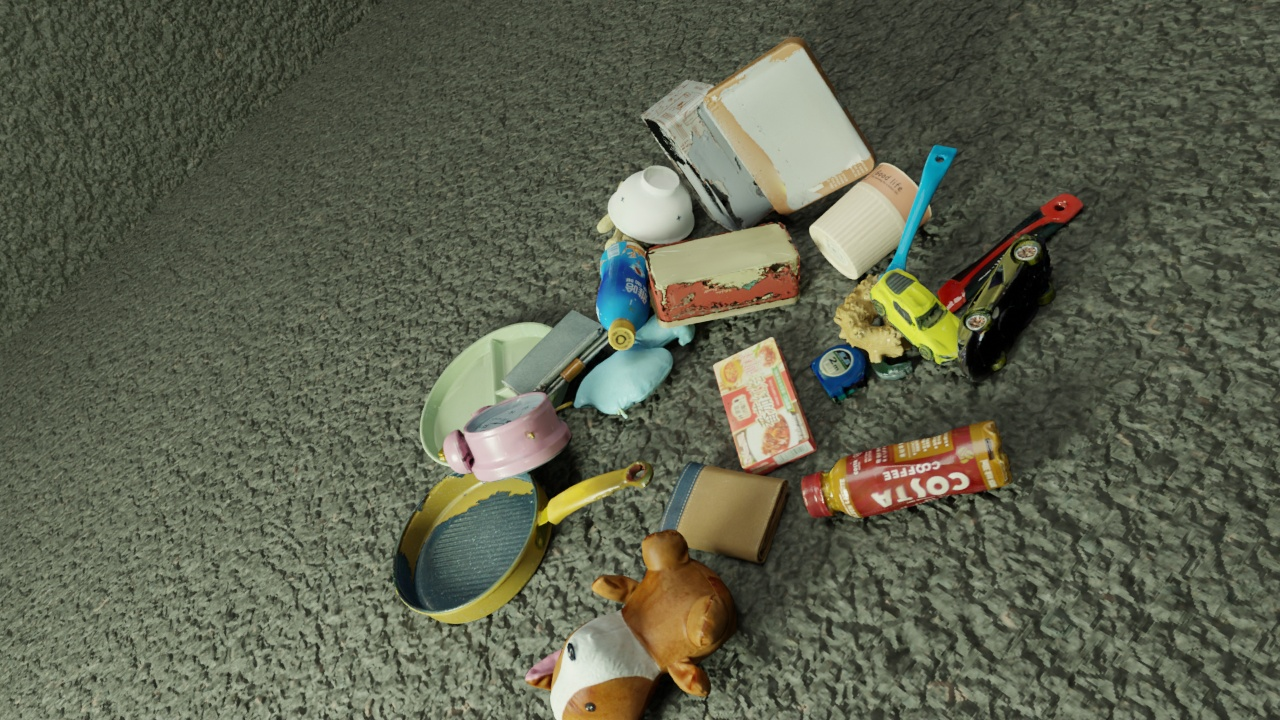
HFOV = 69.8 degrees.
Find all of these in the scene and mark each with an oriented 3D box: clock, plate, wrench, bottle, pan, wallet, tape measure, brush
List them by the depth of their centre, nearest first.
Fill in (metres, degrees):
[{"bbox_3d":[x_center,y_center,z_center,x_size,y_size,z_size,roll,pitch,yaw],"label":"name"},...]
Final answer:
[{"bbox_3d":[0.231,0.102,0.811,0.175,0.057,0.057,-18,44,22],"label":"bottle"},{"bbox_3d":[0.081,0.147,0.900,0.115,0.033,0.090,4,58,37],"label":"wallet"},{"bbox_3d":[0.338,-0.079,0.931,0.273,0.016,0.056,-41,44,-3],"label":"wrench"},{"bbox_3d":[0.271,-0.115,0.936,0.083,0.046,0.254,18,75,25],"label":"brush"},{"bbox_3d":[0.206,0.011,0.937,0.054,0.025,0.058,-30,44,7],"label":"tape measure"},{"bbox_3d":[-0.129,0.172,0.994,0.358,0.078,0.197,-15,46,25],"label":"pan"},{"bbox_3d":[-0.157,0.086,1.036,0.159,0.060,0.117,-14,17,28],"label":"clock"},{"bbox_3d":[-0.020,-0.077,1.113,0.065,0.065,0.218,-26,27,14],"label":"bottle"},{"bbox_3d":[-0.101,0.001,1.125,0.129,0.037,0.106,-45,31,-10],"label":"wallet"},{"bbox_3d":[-0.187,0.046,1.193,0.231,0.027,0.229,-21,43,20],"label":"plate"}]

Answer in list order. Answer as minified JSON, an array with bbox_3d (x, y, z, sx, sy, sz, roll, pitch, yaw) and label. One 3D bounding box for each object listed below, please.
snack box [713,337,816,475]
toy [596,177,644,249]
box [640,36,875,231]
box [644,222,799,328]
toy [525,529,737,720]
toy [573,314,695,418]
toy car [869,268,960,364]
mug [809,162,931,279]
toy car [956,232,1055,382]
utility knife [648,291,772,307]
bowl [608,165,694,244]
[{"bbox_3d":[0.128,0.047,0.961,0.075,0.025,0.152,-26,42,14],"label":"snack box"},{"bbox_3d":[-0.016,-0.195,1.260,0.105,0.066,0.156,-12,40,20],"label":"toy"},{"bbox_3d":[0.124,-0.254,1.089,0.271,0.179,0.134,-2,44,54],"label":"box"},{"bbox_3d":[0.093,-0.103,1.046,0.168,0.076,0.091,-12,42,-2],"label":"box"},{"bbox_3d":[-0.009,0.255,0.806,0.200,0.130,0.140,-44,46,8],"label":"toy"},{"bbox_3d":[-0.006,0.006,1.080,0.161,0.050,0.156,-23,32,12],"label":"toy"},{"bbox_3d":[0.268,-0.044,0.872,0.048,0.032,0.105,-40,79,-16],"label":"toy car"},{"bbox_3d":[0.247,-0.157,1.026,0.106,0.081,0.114,-41,26,-1],"label":"mug"},{"bbox_3d":[0.340,-0.050,0.862,0.042,0.070,0.158,22,68,47],"label":"toy car"},{"bbox_3d":[0.077,-0.075,1.126,0.205,0.021,0.030,6,56,34],"label":"utility knife"},{"bbox_3d":[0.021,-0.216,1.209,0.118,0.065,0.118,8,48,-9],"label":"bowl"}]
